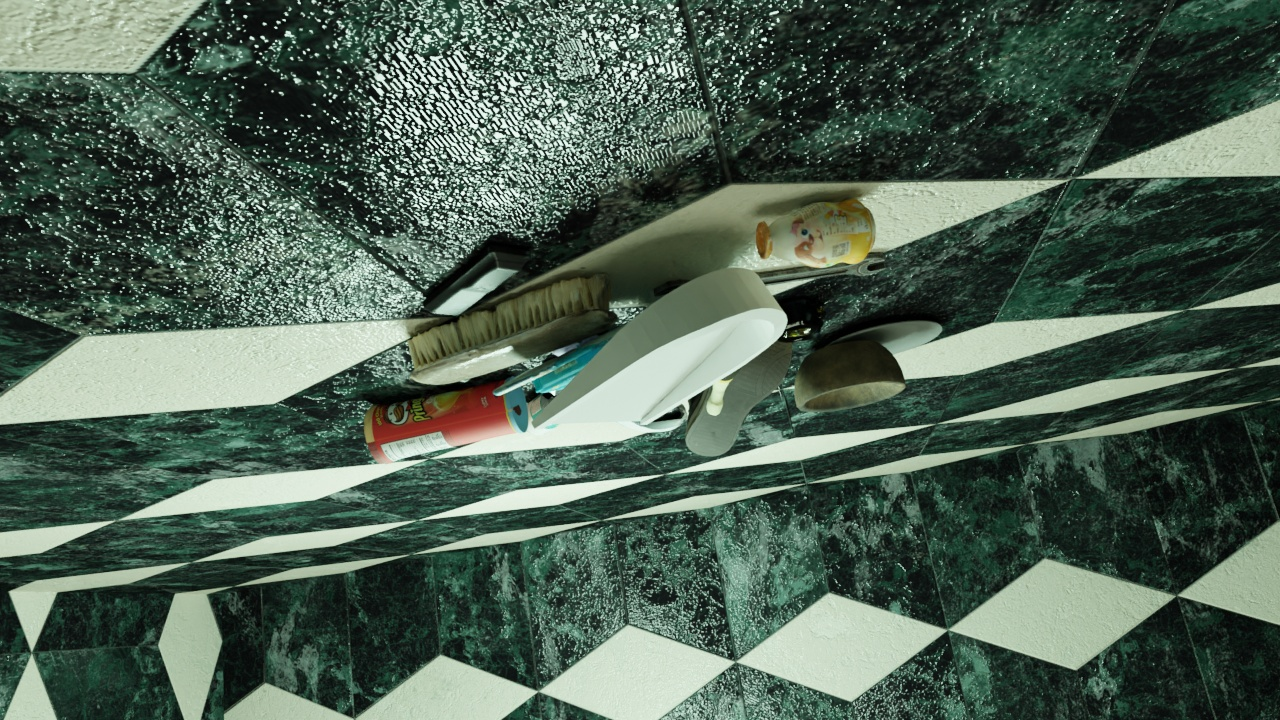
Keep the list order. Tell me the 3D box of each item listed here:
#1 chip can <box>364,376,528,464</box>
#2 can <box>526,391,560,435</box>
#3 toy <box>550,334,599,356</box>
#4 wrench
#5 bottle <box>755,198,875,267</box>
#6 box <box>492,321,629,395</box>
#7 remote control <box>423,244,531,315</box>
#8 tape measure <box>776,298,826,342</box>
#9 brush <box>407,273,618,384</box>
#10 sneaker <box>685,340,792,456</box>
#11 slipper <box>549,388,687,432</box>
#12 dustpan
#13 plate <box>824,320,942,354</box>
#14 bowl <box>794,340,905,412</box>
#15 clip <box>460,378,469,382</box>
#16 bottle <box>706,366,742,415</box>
[{"bbox_3d":[-0.273,0.084,1.296,0.213,0.087,0.087,-12,163,8],"label":"chip can"},{"bbox_3d":[-0.143,0.078,1.396,0.054,0.055,0.102,1,161,-29],"label":"can"},{"bbox_3d":[-0.078,-0.015,1.153,0.080,0.036,0.099,-19,162,29],"label":"toy"},{"bbox_3d":[0.150,-0.094,1.056,0.273,0.010,0.070,-8,164,-2],"label":"wrench"},{"bbox_3d":[0.167,-0.121,0.882,0.109,0.063,0.063,-6,163,-8],"label":"bottle"},{"bbox_3d":[-0.034,-0.018,1.007,0.227,0.039,0.181,-25,175,25],"label":"box"},{"bbox_3d":[-0.166,-0.076,0.925,0.047,0.022,0.151,4,159,-38],"label":"remote control"},{"bbox_3d":[0.198,-0.050,1.169,0.072,0.042,0.071,-8,163,-4],"label":"tape measure"},{"bbox_3d":[-0.148,-0.030,1.027,0.272,0.056,0.083,-18,166,26],"label":"brush"},{"bbox_3d":[0.134,0.016,1.296,0.095,0.119,0.235,15,127,-10],"label":"sneaker"},{"bbox_3d":[-0.028,0.039,1.321,0.111,0.063,0.263,-27,144,38],"label":"slipper"},{"bbox_3d":[0.037,0.009,0.969,0.191,0.053,0.258,3,140,-51],"label":"dustpan"},{"bbox_3d":[0.356,-0.032,1.366,0.178,0.012,0.178,-8,164,-3],"label":"plate"},{"bbox_3d":[0.307,0.022,1.370,0.162,0.070,0.162,-8,164,-3],"label":"bowl"},{"bbox_3d":[-0.250,0.012,1.180,0.075,0.023,0.037,3,161,-30],"label":"clip"},{"bbox_3d":[0.109,0.007,1.181,0.045,0.045,0.185,-5,139,-12],"label":"bottle"}]
